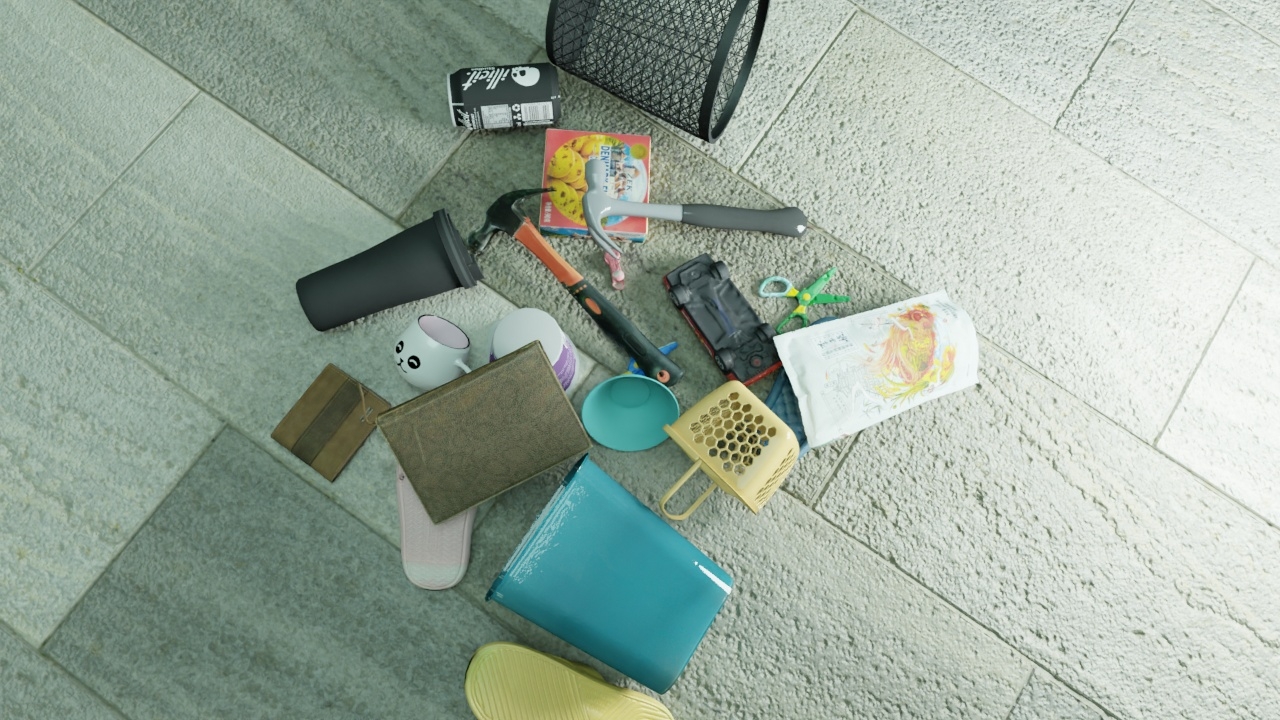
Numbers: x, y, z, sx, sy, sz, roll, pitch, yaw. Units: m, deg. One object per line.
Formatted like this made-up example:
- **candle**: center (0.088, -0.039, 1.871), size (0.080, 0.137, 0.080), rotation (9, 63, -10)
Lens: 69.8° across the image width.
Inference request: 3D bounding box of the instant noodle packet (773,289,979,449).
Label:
- **instant noodle packet**: center (0.307, 0.002, 1.166), size (0.268, 0.057, 0.147), rotation (-17, 84, -21)

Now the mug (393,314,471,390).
- **mug**: center (-0.251, 0.004, 1.139), size (0.124, 0.090, 0.076), rotation (43, 112, 22)

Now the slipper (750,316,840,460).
- **slipper**: center (0.222, 0.039, 1.179), size (0.104, 0.059, 0.213), rotation (33, 78, 3)

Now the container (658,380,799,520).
- **container**: center (0.094, 0.127, 1.075), size (0.167, 0.183, 0.129), rotation (-45, 72, -3)

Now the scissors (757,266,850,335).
- **scissors**: center (0.216, -0.090, 1.236), size (0.117, 0.012, 0.129), rotation (43, 79, 7)

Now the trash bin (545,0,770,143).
- **trash bin**: center (0.019, -0.433, 1.217), size (0.243, 0.217, 0.216), rotation (22, 75, 9)

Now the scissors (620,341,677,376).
- **scissors**: center (-0.007, 0.005, 1.199), size (0.125, 0.013, 0.129), rotation (-28, 82, -8)

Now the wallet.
- **wallet**: center (-0.387, 0.076, 1.151), size (0.098, 0.027, 0.121), rotation (35, 75, 3)

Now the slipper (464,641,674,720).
- **slipper**: center (-0.085, 0.401, 1.064), size (0.263, 0.078, 0.099), rotation (24, 75, -15)

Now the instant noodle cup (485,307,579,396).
- **instant noodle cup**: center (-0.141, -0.014, 1.137), size (0.121, 0.122, 0.137), rotation (-40, 81, -12)

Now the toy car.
- **toy car**: center (0.107, -0.054, 1.197), size (0.081, 0.056, 0.189), rotation (-30, 73, -11)

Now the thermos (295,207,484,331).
- **thermos**: center (-0.318, -0.109, 1.166), size (0.218, 0.106, 0.105), rotation (-22, 78, -3)

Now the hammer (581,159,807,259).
- **hammer**: center (0.075, -0.190, 1.216), size (0.310, 0.030, 0.125), rotation (3, 77, -15)

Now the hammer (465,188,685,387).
- **hammer**: center (-0.072, -0.087, 1.184), size (0.333, 0.033, 0.133), rotation (46, 108, 4)

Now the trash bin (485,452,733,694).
- **trash bin**: center (-0.034, 0.249, 1.051), size (0.218, 0.199, 0.196), rotation (35, 77, -2)

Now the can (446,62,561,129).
- **can**: center (-0.183, -0.357, 1.242), size (0.146, 0.080, 0.080), rotation (-6, 76, -5)

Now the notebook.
- **notebook**: center (-0.190, 0.067, 1.056), size (0.215, 0.034, 0.190), rotation (-26, 101, 2)

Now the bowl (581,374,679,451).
- **bowl**: center (-0.013, 0.054, 1.154), size (0.121, 0.121, 0.046), rotation (2, 36, -3)

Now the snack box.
- **snack box**: center (-0.060, -0.236, 1.239), size (0.145, 0.040, 0.142), rotation (3, 77, -3)

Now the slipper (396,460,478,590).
- **slipper**: center (-0.245, 0.168, 1.120), size (0.107, 0.056, 0.221), rotation (5, 86, -2)

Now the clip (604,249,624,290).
- **clip**: center (-0.032, -0.118, 1.224), size (0.023, 0.050, 0.058), rotation (-10, 35, -9)
